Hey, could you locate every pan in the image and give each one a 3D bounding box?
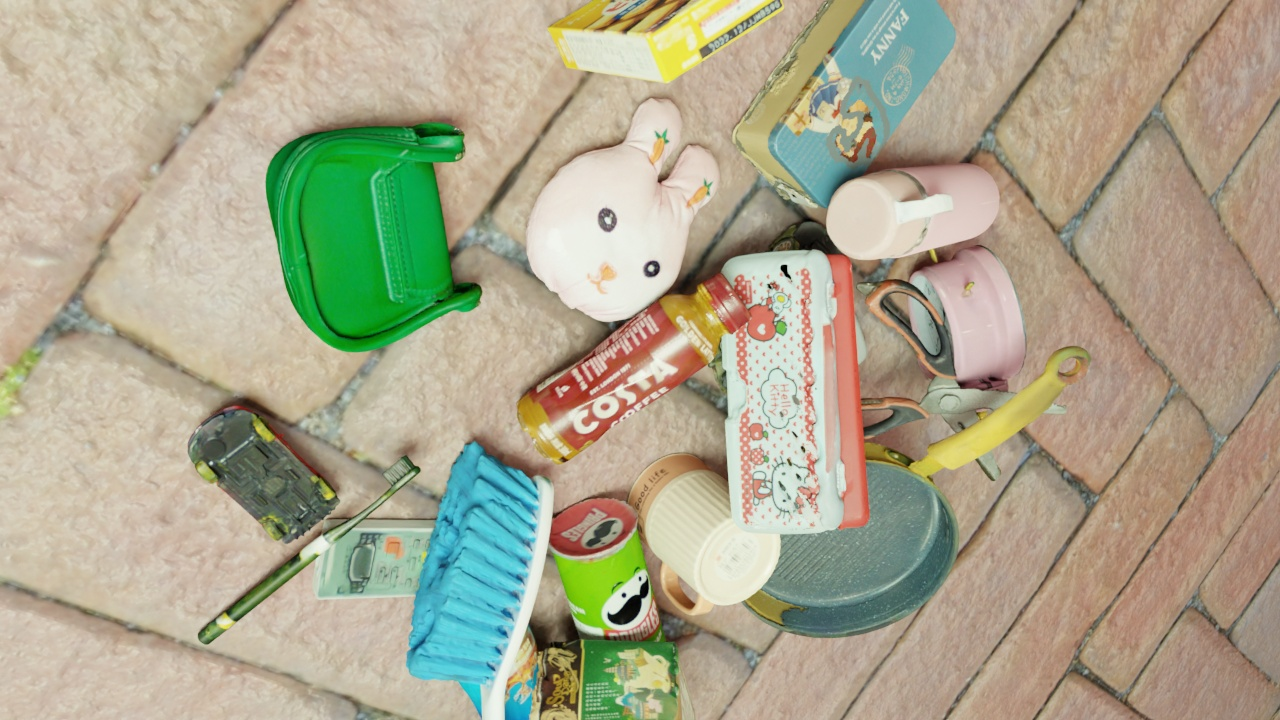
[{"bbox_3d":[0.215,0.108,0.746,0.197,0.078,0.358,28,116,-18],"label":"pan"}]

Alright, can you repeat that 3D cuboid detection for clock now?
[{"bbox_3d":[0.278,-0.019,0.793,0.060,0.117,0.159,-16,118,0],"label":"clock"}]

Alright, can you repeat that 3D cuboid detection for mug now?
[{"bbox_3d":[0.046,0.147,0.729,0.081,0.106,0.115,3,106,-30],"label":"mug"}]

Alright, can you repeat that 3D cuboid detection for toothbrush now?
[{"bbox_3d":[-0.222,0.126,0.610,0.186,0.012,0.017,-39,96,1],"label":"toothbrush"}]

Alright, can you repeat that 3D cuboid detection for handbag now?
[{"bbox_3d":[-0.157,-0.076,0.553,0.120,0.068,0.131,-17,116,-24],"label":"handbag"}]

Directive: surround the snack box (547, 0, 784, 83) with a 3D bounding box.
[{"bbox_3d":[0.011,-0.206,0.553,0.086,0.140,0.034,-36,121,-12],"label":"snack box"}]

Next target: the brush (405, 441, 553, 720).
[{"bbox_3d":[-0.111,0.220,0.624,0.109,0.061,0.314,25,67,-33],"label":"brush"}]

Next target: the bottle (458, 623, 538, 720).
[{"bbox_3d":[-0.091,0.297,0.735,0.065,0.065,0.219,-25,119,-19],"label":"bottle"}]

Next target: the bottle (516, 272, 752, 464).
[{"bbox_3d":[-0.004,0.004,0.646,0.175,0.057,0.057,-35,124,9],"label":"bottle"}]

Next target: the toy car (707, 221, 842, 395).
[{"bbox_3d":[0.111,-0.038,0.732,0.070,0.042,0.158,39,76,-30],"label":"toy car"}]

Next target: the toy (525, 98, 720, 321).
[{"bbox_3d":[-0.008,-0.104,0.639,0.121,0.054,0.159,42,77,-34],"label":"toy"}]

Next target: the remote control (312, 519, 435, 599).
[{"bbox_3d":[-0.163,0.143,0.662,0.135,0.019,0.056,7,104,-31],"label":"remote control"}]

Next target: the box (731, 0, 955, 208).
[{"bbox_3d":[0.155,-0.207,0.683,0.089,0.062,0.184,34,92,-35],"label":"box"}]

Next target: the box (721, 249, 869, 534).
[{"bbox_3d":[0.109,0.023,0.675,0.102,0.095,0.201,-3,86,6],"label":"box"}]

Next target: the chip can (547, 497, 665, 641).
[{"bbox_3d":[-0.015,0.226,0.747,0.072,0.072,0.236,-23,119,-20],"label":"chip can"}]

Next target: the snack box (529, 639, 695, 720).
[{"bbox_3d":[-0.013,0.273,0.672,0.106,0.118,0.118,-12,117,7],"label":"snack box"}]

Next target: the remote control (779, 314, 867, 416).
[{"bbox_3d":[0.134,0.011,0.779,0.135,0.020,0.056,-35,123,-14],"label":"remote control"}]

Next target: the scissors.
[{"bbox_3d":[0.237,0.021,0.748,0.223,0.015,0.189,0,119,5],"label":"scissors"}]

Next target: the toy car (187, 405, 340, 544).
[{"bbox_3d":[-0.240,0.071,0.584,0.049,0.031,0.106,-41,130,-11],"label":"toy car"}]

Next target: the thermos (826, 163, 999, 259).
[{"bbox_3d":[0.218,-0.117,0.697,0.198,0.087,0.067,-16,97,-50],"label":"thermos"}]
